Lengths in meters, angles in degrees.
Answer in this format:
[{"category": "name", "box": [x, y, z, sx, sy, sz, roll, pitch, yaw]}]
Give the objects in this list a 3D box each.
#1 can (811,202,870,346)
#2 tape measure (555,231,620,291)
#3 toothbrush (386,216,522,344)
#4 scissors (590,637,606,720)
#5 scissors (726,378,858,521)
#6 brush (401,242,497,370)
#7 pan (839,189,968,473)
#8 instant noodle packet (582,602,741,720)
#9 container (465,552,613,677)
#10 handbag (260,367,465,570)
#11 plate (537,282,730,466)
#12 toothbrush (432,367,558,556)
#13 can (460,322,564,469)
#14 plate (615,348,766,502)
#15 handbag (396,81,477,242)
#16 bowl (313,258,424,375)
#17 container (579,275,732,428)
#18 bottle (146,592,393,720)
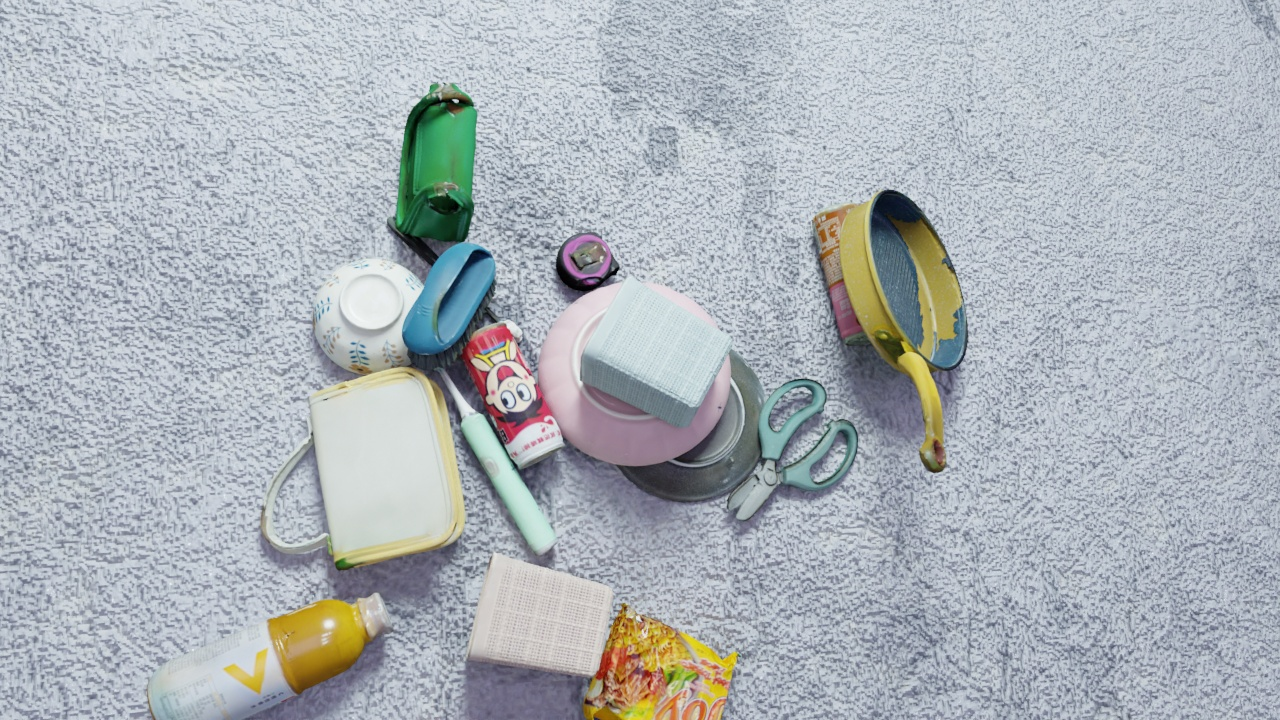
[{"category": "can", "box": [0.228, -0.093, 0.986, 0.058, 0.058, 0.147, -9, 78, -15]}, {"category": "tape measure", "box": [-0.056, -0.101, 0.932, 0.057, 0.039, 0.057, -28, 84, -18]}, {"category": "toothbrush", "box": [-0.184, -0.081, 0.910, 0.181, 0.018, 0.015, 42, 66, 2]}, {"category": "scissors", "box": [-0.043, 0.313, 0.840, 0.132, 0.012, 0.172, -37, 84, -19]}, {"category": "scissors", "box": [0.157, 0.109, 0.931, 0.143, 0.019, 0.179, 41, 69, -11]}, {"category": "brush", "box": [-0.174, -0.060, 0.840, 0.055, 0.074, 0.143, 13, 47, 8]}, {"category": "pan", "box": [0.266, -0.028, 0.890, 0.197, 0.078, 0.356, 44, 45, -25]}, {"category": "instant noodle packet", "box": [0.022, 0.296, 0.836, 0.128, 0.044, 0.110, 27, 66, -11]}, {"category": "container", "box": [-0.089, 0.227, 0.808, 0.111, 0.090, 0.089, 14, 72, -7]}, {"category": "handbag", "box": [-0.256, 0.104, 0.829, 0.179, 0.063, 0.163, -14, 78, -1]}, {"category": "plate", "box": [-0.005, 0.005, 0.895, 0.192, 0.039, 0.192, 0, 70, -1]}, {"category": "toothbrush", "box": [-0.144, 0.083, 0.869, 0.026, 0.027, 0.224, -34, 84, 23]}, {"category": "can", "box": [-0.123, 0.034, 0.873, 0.053, 0.053, 0.132, -25, 82, -18]}, {"category": "plate", "box": [0.047, 0.052, 0.924, 0.179, 0.024, 0.179, 3, 74, -13]}, {"category": "handbag", "box": [-0.194, -0.187, 0.881, 0.068, 0.120, 0.131, 6, 72, -18]}, {"category": "bowl", "box": [-0.251, -0.048, 0.861, 0.113, 0.062, 0.113, 3, 73, -12]}, {"category": "container", "box": [0.015, -0.003, 0.831, 0.111, 0.090, 0.089, 28, 72, 5]}, {"category": "bottle", "box": [-0.303, 0.250, 0.766, 0.189, 0.068, 0.068, -21, 81, -17]}]
